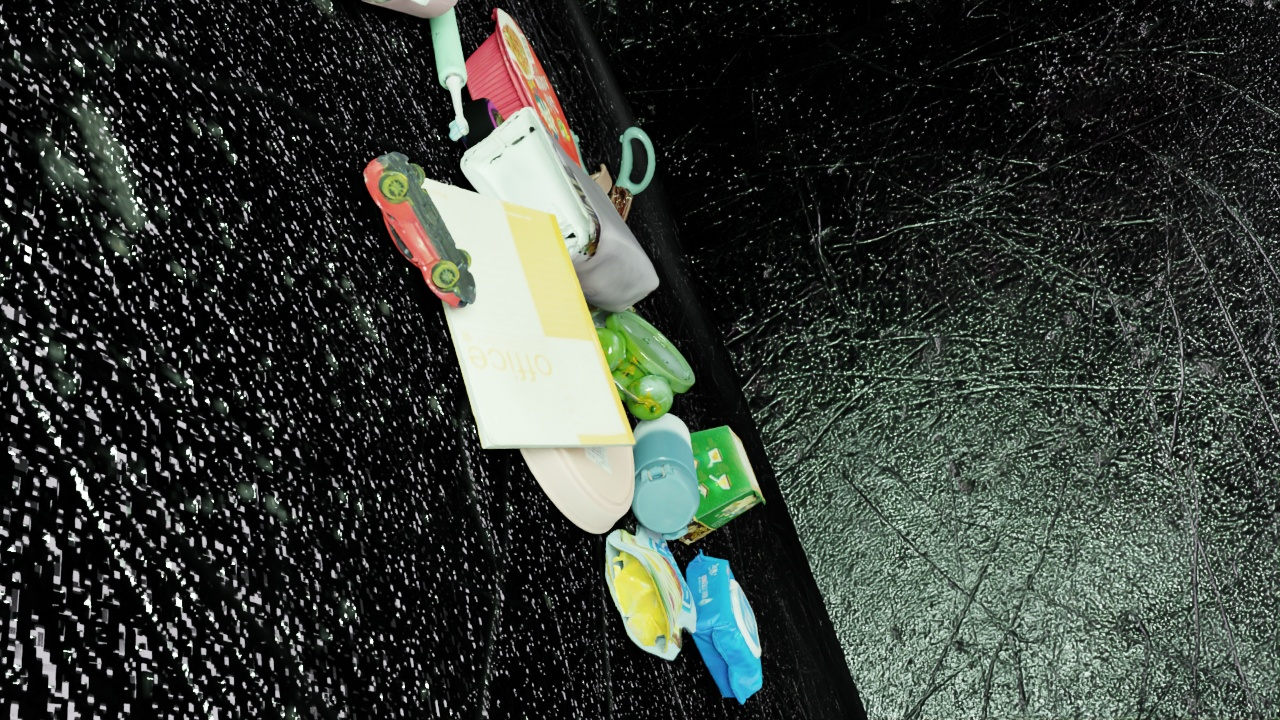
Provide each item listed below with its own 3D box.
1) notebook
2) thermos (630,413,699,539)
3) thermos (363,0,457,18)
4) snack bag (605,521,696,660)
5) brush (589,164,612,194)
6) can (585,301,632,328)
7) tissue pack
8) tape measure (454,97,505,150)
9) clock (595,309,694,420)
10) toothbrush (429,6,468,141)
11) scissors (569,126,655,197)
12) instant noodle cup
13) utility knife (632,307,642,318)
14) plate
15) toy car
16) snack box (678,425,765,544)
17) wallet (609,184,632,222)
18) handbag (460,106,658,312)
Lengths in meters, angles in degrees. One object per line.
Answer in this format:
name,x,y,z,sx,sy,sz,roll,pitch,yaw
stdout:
notebook,-0.084,-0.032,0.657,0.145,0.010,0.206,7,57,-50
thermos,0.022,0.107,0.886,0.220,0.070,0.070,-88,154,-79
thermos,-0.185,-0.304,0.718,0.087,0.067,0.198,34,14,-8
snack bag,0.015,0.190,0.785,0.110,0.039,0.191,57,6,11
brush,-0.074,-0.209,1.147,0.145,0.073,0.063,-88,155,-65
can,-0.056,-0.109,1.044,0.058,0.058,0.147,47,22,-65
tissue pack,0.087,0.270,0.952,0.157,0.052,0.095,-89,154,-69
tape measure,-0.144,-0.214,0.850,0.057,0.039,0.057,-91,156,-67
clock,-0.006,0.006,0.958,0.116,0.056,0.161,43,15,2
toothbrush,-0.178,-0.280,0.858,0.026,0.027,0.224,36,29,-47
scissors,-0.062,-0.247,1.227,0.019,0.178,0.173,-59,173,-53
instant noodle cup,-0.132,-0.274,0.992,0.193,0.066,0.194,-21,89,-81
utility knife,-0.015,-0.062,1.198,0.033,0.015,0.154,65,9,11
plate,-0.058,0.026,0.741,0.229,0.028,0.229,-21,90,-77
toy car,-0.137,-0.079,0.577,0.106,0.031,0.049,61,11,-16
snack box,0.073,0.133,1.044,0.118,0.106,0.117,47,21,-67
wallet,-0.039,-0.157,1.155,0.101,0.032,0.125,-92,-161,-73
handbag,-0.068,-0.124,0.851,0.145,0.098,0.197,51,6,15
